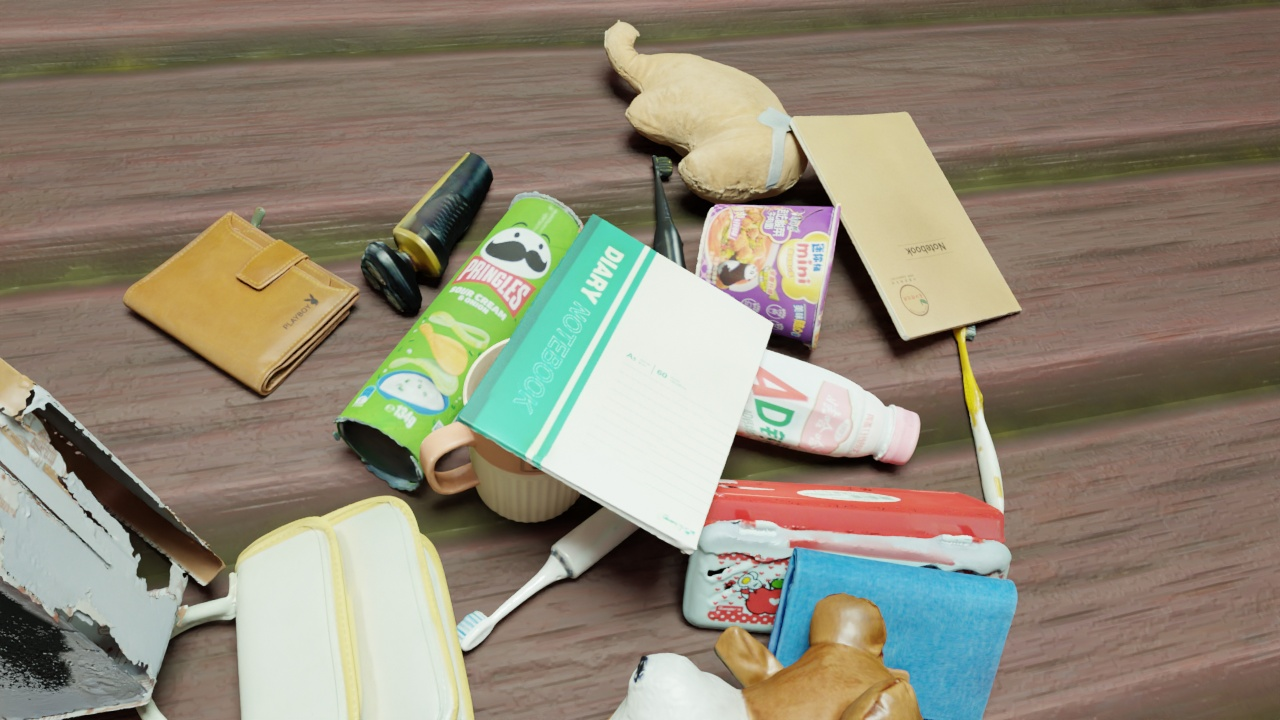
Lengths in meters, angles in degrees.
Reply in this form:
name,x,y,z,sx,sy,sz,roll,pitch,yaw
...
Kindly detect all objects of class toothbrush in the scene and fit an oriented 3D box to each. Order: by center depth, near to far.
name,x,y,z,sx,sy,sz,roll,pitch,yaw
toothbrush,-0.028,0.115,0.599,0.220,0.027,0.026,-34,46,-27
toothbrush,0.260,0.035,0.703,0.018,0.016,0.191,11,53,-11
toothbrush,0.024,-0.094,0.754,0.027,0.026,0.212,-3,55,-3

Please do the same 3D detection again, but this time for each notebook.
name,x,y,z,sx,sy,sz,roll,pitch,yaw
notebook,-0.003,0.003,0.569,0.150,0.012,0.208,30,44,-4
notebook,0.221,-0.119,0.760,0.147,0.008,0.207,-12,70,-33

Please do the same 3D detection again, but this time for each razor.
name,x,y,z,sx,sy,sz,roll,pitch,yaw
razor,-0.165,-0.110,0.728,0.068,0.062,0.167,-3,43,28

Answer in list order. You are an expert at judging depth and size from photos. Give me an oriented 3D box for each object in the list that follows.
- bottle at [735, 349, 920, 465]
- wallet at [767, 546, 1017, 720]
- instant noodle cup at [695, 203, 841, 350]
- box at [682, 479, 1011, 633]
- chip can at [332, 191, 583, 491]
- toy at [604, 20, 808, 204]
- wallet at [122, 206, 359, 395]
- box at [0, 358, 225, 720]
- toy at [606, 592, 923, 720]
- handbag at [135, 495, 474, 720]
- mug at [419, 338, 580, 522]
name,x,y,z,sx,sy,sz,roll,pitch,yaw
bottle,0.098,0.028,0.654,0.197,0.068,0.068,16,54,0
wallet,0.146,0.169,0.546,0.133,0.106,0.040,9,18,0
instant noodle cup,0.096,-0.071,0.703,0.099,0.112,0.111,10,54,8
box,0.127,0.134,0.589,0.201,0.095,0.099,4,91,-4
chip can,-0.120,-0.021,0.654,0.072,0.072,0.235,25,56,9
toy,0.055,-0.224,0.816,0.143,0.083,0.226,-14,54,-36
wallet,-0.287,-0.049,0.677,0.131,0.035,0.118,30,62,12
box,-0.324,0.070,0.481,0.151,0.182,0.168,-11,44,3
toy,0.046,0.200,0.474,0.200,0.140,0.130,-25,102,7
handbag,-0.194,0.169,0.511,0.178,0.063,0.163,-16,51,-11
mug,-0.083,0.052,0.586,0.114,0.106,0.081,-21,60,-21
